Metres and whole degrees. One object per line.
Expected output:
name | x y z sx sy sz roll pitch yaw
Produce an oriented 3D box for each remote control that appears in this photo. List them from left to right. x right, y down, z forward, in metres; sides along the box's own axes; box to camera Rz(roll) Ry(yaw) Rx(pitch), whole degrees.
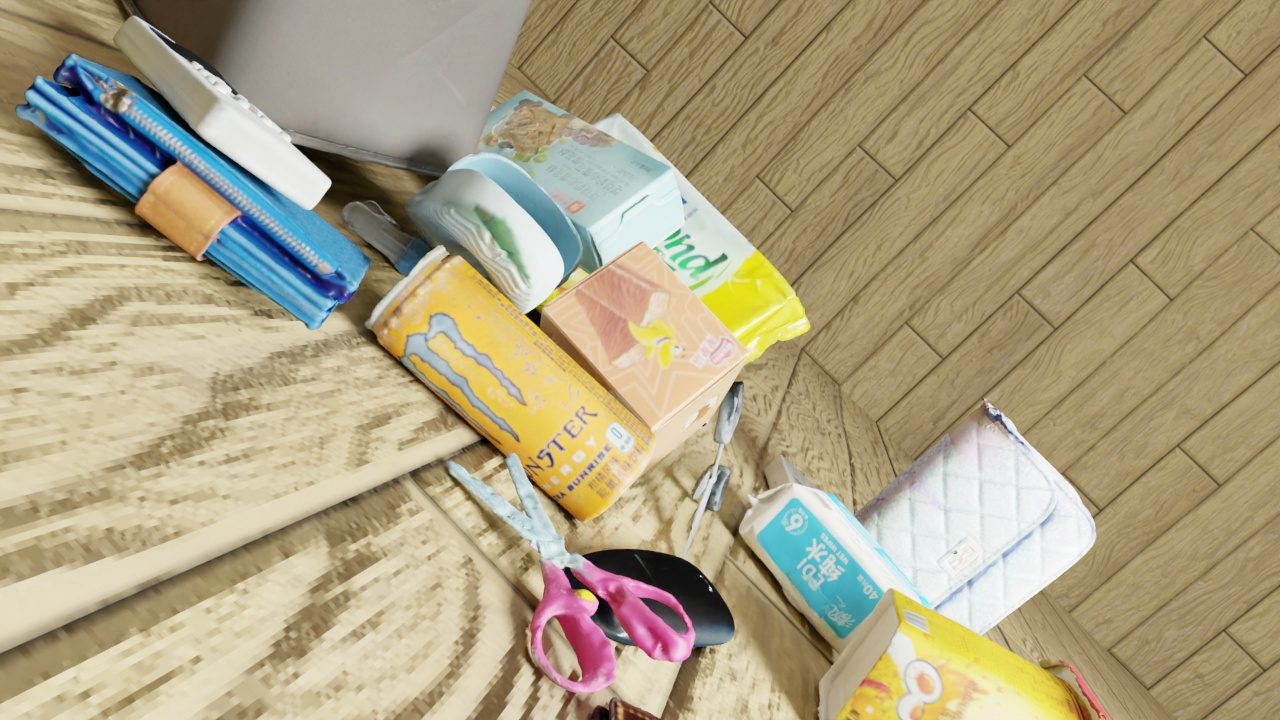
remote control | -0.189 -0.114 0.409 0.150 0.021 0.058 39 -1 40
remote control | 0.012 0.112 0.440 0.053 0.024 0.136 50 13 31

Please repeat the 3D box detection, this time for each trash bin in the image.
trash bin | -0.166 -0.259 0.552 0.198 0.220 0.198 2 36 -51

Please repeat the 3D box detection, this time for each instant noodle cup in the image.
instant noodle cup | 0.168 0.196 0.493 0.123 0.116 0.116 34 10 7

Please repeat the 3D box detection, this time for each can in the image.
can | -0.062 0.012 0.453 0.146 0.058 0.058 43 12 -7

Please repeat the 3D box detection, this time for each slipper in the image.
slipper | -0.082 -0.078 0.545 0.104 0.074 0.245 48 -7 -12

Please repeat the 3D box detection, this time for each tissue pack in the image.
tissue pack | 0.135 0.148 0.644 0.140 0.063 0.090 50 14 31

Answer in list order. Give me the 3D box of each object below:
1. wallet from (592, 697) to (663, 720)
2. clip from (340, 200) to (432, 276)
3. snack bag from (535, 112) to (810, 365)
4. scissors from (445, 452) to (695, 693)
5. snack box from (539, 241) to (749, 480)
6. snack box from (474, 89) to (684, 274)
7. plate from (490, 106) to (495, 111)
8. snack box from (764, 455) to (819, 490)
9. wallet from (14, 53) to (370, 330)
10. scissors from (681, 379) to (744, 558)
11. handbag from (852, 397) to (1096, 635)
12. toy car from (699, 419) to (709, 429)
wallet | 0.025 0.172 0.290 0.096 0.020 0.122 36 14 -15
clip | -0.150 -0.073 0.546 0.057 0.024 0.029 38 11 -4
snack bag | -0.012 -0.068 0.698 0.246 0.158 0.068 49 -12 20
scissors | -0.028 0.083 0.387 0.105 0.017 0.136 11 29 -34
snack box | -0.003 0.003 0.545 0.094 0.076 0.093 47 -24 13
snack box | -0.055 -0.125 0.637 0.175 0.074 0.052 36 -25 37
plate | -0.113 -0.208 0.848 0.229 0.028 0.229 28 8 -4
snack box | 0.183 0.160 0.864 0.157 0.027 0.084 43 11 -9
wallet | -0.179 -0.069 0.391 0.133 0.040 0.106 39 4 -17
scissors | 0.048 0.073 0.595 0.014 0.159 0.174 11 -27 10
handbag | 0.253 0.143 0.737 0.134 0.194 0.075 46 14 8
toy car | 0.032 0.014 0.838 0.056 0.037 0.122 34 16 -35
